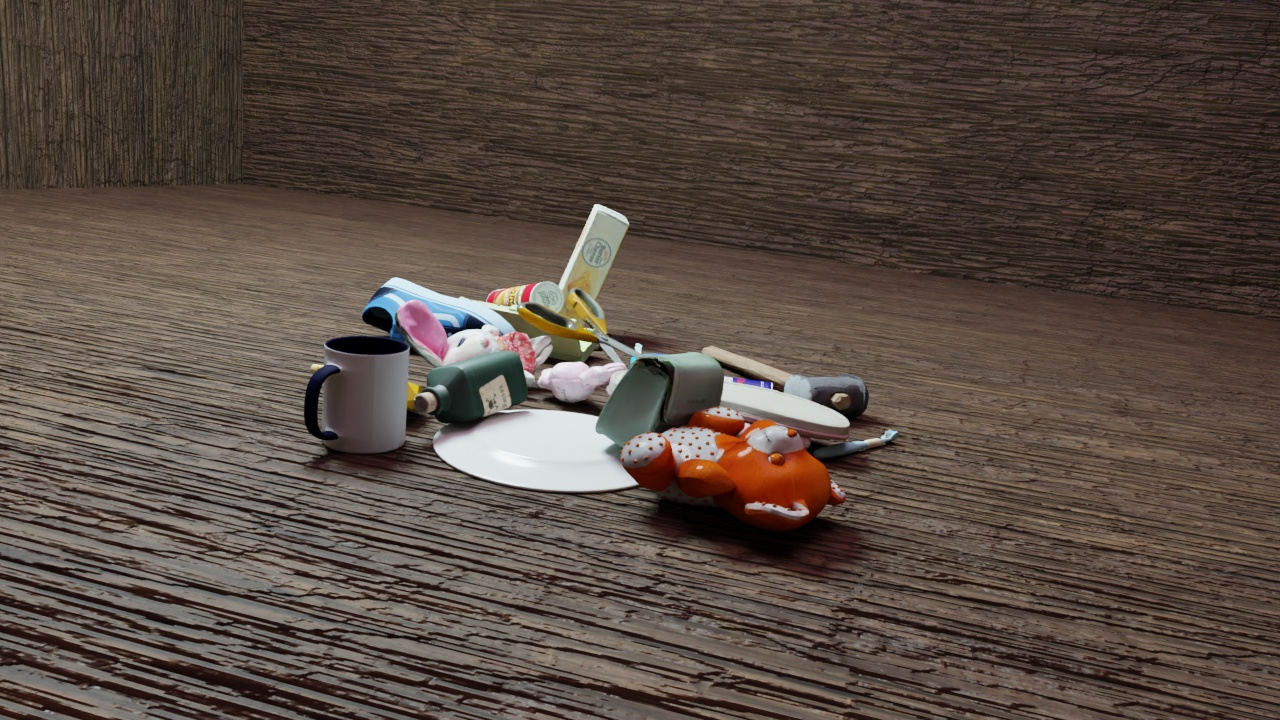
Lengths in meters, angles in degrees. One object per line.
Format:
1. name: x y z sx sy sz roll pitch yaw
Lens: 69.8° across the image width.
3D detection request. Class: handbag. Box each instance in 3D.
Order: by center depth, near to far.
1. handbag: 0.025 0.043 0.915 0.067 0.106 0.121 33 17 24

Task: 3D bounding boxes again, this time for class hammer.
1. hammer: 0.179 0.020 1.269 0.098 0.052 0.329 0 12 -26

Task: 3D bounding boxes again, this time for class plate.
1. plate: -0.088 0.082 0.937 0.242 0.016 0.242 6 13 -2

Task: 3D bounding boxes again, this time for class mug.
1. mug: -0.274 0.035 0.874 0.079 0.097 0.111 13 15 25

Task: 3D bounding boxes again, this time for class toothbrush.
1. toothbrush: 0.243 0.095 1.034 0.154 0.016 0.022 -6 -14 -43

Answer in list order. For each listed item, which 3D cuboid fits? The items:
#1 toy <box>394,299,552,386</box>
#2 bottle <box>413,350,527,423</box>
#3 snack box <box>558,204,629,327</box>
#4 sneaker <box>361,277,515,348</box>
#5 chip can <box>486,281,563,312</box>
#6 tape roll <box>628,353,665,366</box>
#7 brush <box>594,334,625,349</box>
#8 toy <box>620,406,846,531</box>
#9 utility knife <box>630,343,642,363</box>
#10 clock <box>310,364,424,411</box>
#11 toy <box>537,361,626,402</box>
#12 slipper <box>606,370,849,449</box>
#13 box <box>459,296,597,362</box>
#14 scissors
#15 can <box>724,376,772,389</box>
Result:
1. toy: -0.185 -0.001 1.091 0.193 0.084 0.159 -2 53 -48
2. bottle: -0.182 0.031 0.958 0.061 0.061 0.131 -8 7 34
3. snack box: -0.086 -0.136 1.431 0.057 0.208 0.104 23 11 -10
4. sneaker: -0.283 -0.036 1.271 0.241 0.083 0.098 20 53 23
5. chip can: -0.185 -0.092 1.438 0.051 0.052 0.215 -1 1 -27
6. tape roll: 0.037 0.010 1.293 0.093 0.016 0.091 11 14 18
7. brush: -0.077 -0.025 1.397 0.039 0.012 0.151 13 16 27
8. toy: 0.086 0.093 0.808 0.173 0.093 0.163 16 15 31
9. utility knife: -0.007 0.007 1.237 0.022 0.015 0.161 8 22 -4
10. clock: -0.285 0.027 0.977 0.130 0.043 0.099 15 -9 5
11. toy: -0.072 0.024 1.089 0.110 0.047 0.063 -14 -9 33
12. slipper: 0.095 0.061 1.027 0.274 0.054 0.114 11 14 9
13. box: -0.162 -0.041 1.318 0.188 0.066 0.127 11 -7 17
14. scissors: -0.068 -0.044 1.218 0.225 0.016 0.229 24 23 -26
15. can: 0.121 0.039 1.176 0.095 0.032 0.032 7 14 5
